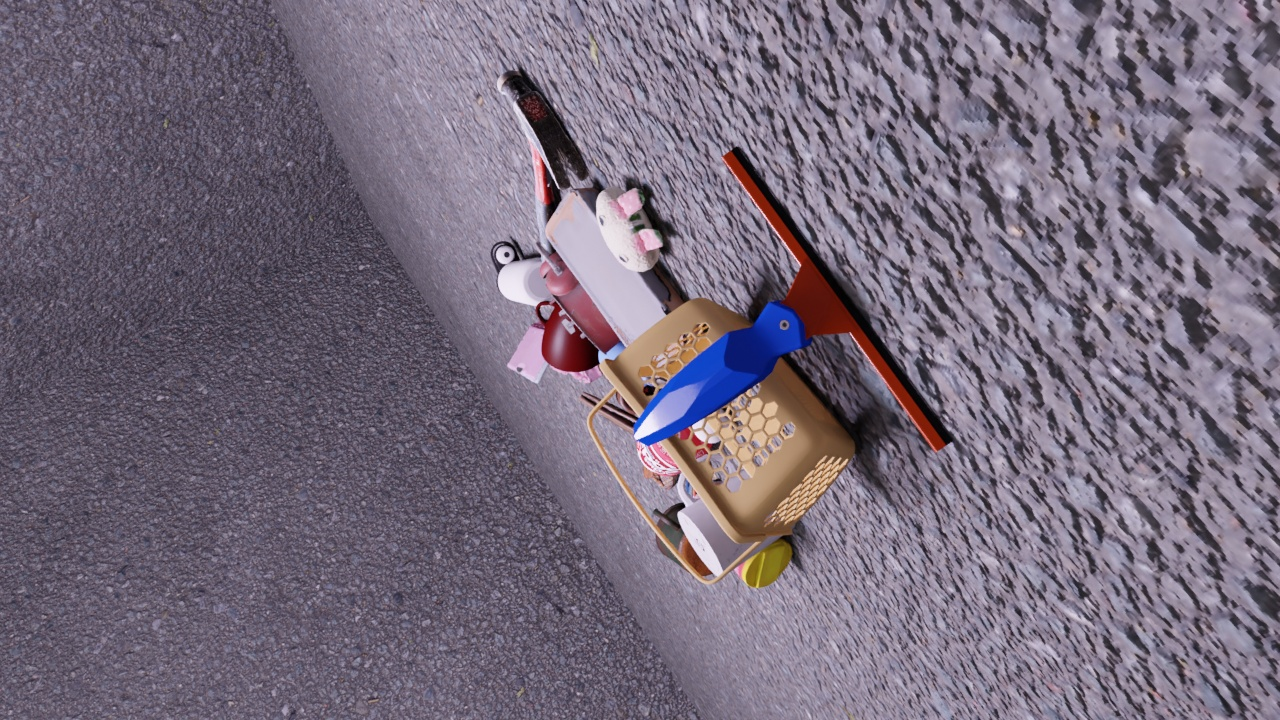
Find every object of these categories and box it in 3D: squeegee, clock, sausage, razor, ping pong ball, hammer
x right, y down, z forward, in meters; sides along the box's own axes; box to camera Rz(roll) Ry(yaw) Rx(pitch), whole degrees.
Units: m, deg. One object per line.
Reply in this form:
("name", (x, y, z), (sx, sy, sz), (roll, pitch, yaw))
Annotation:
("squeegee", (0.064, 0.005, 0.649), (0.249, 0.185, 0.055), (56, -154, 10))
("clock", (-0.075, -0.073, 1.076), (0.157, 0.062, 0.110), (49, -177, -25))
("sausage", (-0.011, 0.048, 1.203), (0.040, 0.040, 0.155), (59, 177, -1))
("razor", (0.084, 0.172, 1.216), (0.141, 0.018, 0.043), (141, 134, -74))
("ping pong ball", (0.076, 0.069, 0.986), (0.040, 0.040, 0.040), (53, 165, 21))
("hammer", (-0.110, -0.190, 1.097), (0.140, 0.036, 0.327), (56, 166, 18))

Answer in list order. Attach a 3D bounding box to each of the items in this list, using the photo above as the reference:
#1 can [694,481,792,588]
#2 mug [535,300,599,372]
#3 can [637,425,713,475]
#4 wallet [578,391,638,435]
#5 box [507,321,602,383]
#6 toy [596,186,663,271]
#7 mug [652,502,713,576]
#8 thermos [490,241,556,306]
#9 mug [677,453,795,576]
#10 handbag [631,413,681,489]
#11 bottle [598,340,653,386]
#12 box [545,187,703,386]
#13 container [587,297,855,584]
("can", (0.115, 0.202, 1.074), (0.124, 0.066, 0.067), (44, 160, 44))
("mug", (-0.100, -0.051, 1.248), (0.114, 0.086, 0.089), (32, 137, 25))
("can", (0.040, 0.094, 1.091), (0.074, 0.074, 0.143), (57, 166, 8))
("wallet", (-0.015, 0.083, 1.233), (0.121, 0.027, 0.098), (27, 175, 37))
("box", (-0.156, -0.001, 1.491), (0.099, 0.106, 0.233), (62, 166, -16))
("toy", (-0.013, -0.126, 0.881), (0.087, 0.050, 0.112), (62, 161, -14))
("mug", (0.065, 0.241, 1.269), (0.111, 0.085, 0.081), (39, 173, -24))
("thermos", (-0.176, -0.134, 1.378), (0.101, 0.068, 0.230), (70, 165, -11))
("mug", (0.094, 0.158, 0.996), (0.119, 0.096, 0.083), (57, 166, 6))
("handbag", (-0.001, 0.096, 1.318), (0.195, 0.043, 0.094), (60, 164, 7))
("bottle", (-0.007, 0.007, 1.122), (0.131, 0.048, 0.048), (30, 148, 62))
("box", (-0.008, -0.077, 0.980), (0.217, 0.095, 0.115), (54, 135, 18))
("container", (0.056, 0.065, 0.745), (0.183, 0.167, 0.129), (51, -164, 24))
